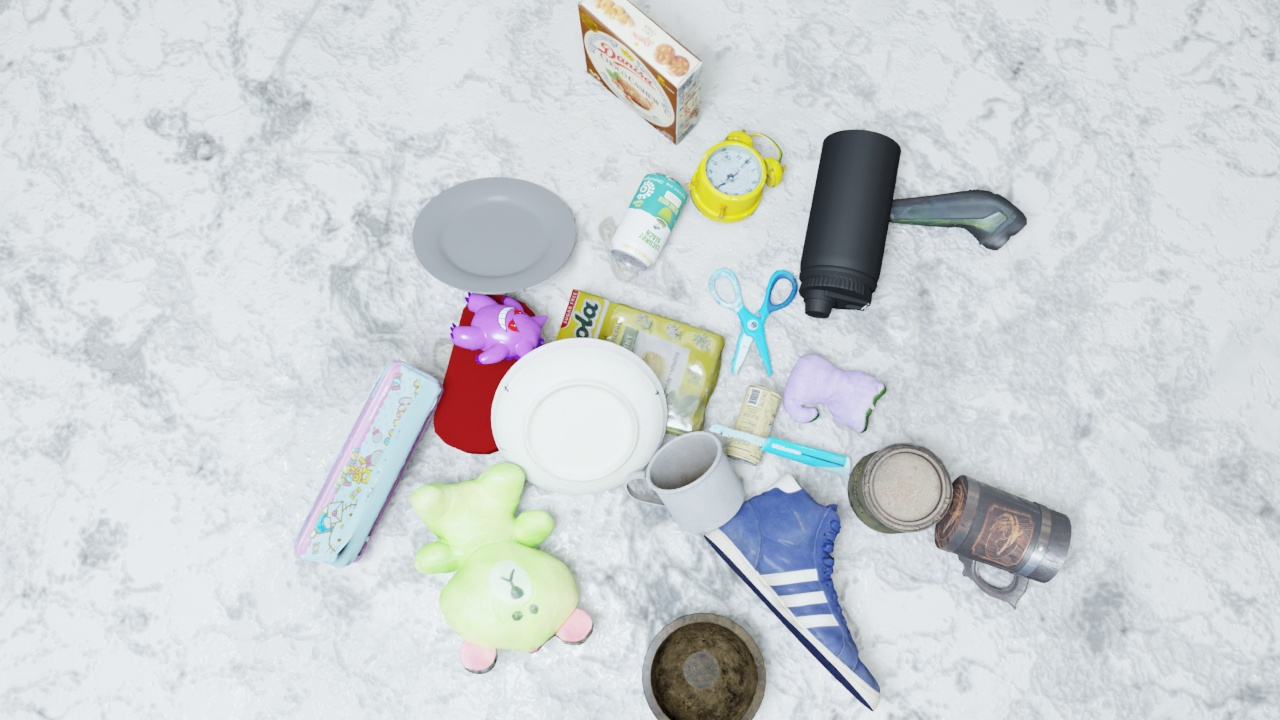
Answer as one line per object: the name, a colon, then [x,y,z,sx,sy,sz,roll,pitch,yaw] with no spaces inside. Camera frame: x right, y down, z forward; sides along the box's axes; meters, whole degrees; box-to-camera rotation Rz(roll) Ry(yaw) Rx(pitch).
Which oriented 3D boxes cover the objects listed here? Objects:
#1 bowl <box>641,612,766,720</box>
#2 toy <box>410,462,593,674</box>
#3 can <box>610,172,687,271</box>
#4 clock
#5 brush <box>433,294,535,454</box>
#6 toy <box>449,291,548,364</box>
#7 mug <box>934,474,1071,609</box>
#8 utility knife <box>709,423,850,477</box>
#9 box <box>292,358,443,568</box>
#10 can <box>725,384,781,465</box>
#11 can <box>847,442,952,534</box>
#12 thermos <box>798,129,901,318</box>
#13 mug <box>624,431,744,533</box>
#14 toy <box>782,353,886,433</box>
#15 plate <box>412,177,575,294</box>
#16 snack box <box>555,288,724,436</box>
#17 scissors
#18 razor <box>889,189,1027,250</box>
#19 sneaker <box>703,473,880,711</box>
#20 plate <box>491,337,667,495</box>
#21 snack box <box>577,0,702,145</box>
bowl: [0.063,0.315,0.923,0.121,0.056,0.121,0,78,1]
toy: [-0.149,0.208,0.933,0.150,0.107,0.197,-16,87,-18]
can: [0.009,-0.155,1.022,0.055,0.055,0.101,25,80,6]
clock: [0.108,-0.209,1.031,0.118,0.057,0.083,-43,81,-15]
brush: [-0.165,0.016,0.998,0.082,0.042,0.173,12,79,4]
toy: [-0.143,-0.028,0.955,0.088,0.056,0.105,7,44,8]
mug: [0.362,0.189,0.939,0.107,0.079,0.116,20,108,4]
utility knife: [0.146,0.094,0.961,0.167,0.015,0.022,15,89,-15]
box: [-0.291,0.097,0.938,0.090,0.091,0.214,20,81,39]
can: [0.121,0.070,0.981,0.038,0.038,0.079,19,79,5]
can: [0.266,0.133,0.946,0.090,0.074,0.089,0,79,1]
thermos: [0.224,-0.140,0.998,0.086,0.086,0.198,12,79,4]
mug: [0.044,0.129,0.944,0.113,0.084,0.070,-21,121,20]
toy: [0.205,0.039,0.988,0.100,0.036,0.080,26,90,11]
plate: [-0.161,-0.138,1.015,0.178,0.012,0.178,2,53,-2]
snack box: [-0.006,0.006,0.994,0.181,0.045,0.121,17,80,5]
scissors: [0.135,-0.046,1.019,0.118,0.013,0.140,-16,76,-2]
razor: [0.348,-0.157,1.021,0.151,0.054,0.067,2,95,8]
sneaker: [0.187,0.221,0.928,0.118,0.091,0.233,-42,72,-10]
plate: [-0.061,0.067,0.937,0.182,0.034,0.182,-2,114,-5]
snack box: [0.001,-0.323,1.010,0.143,0.147,0.041,42,82,8]
